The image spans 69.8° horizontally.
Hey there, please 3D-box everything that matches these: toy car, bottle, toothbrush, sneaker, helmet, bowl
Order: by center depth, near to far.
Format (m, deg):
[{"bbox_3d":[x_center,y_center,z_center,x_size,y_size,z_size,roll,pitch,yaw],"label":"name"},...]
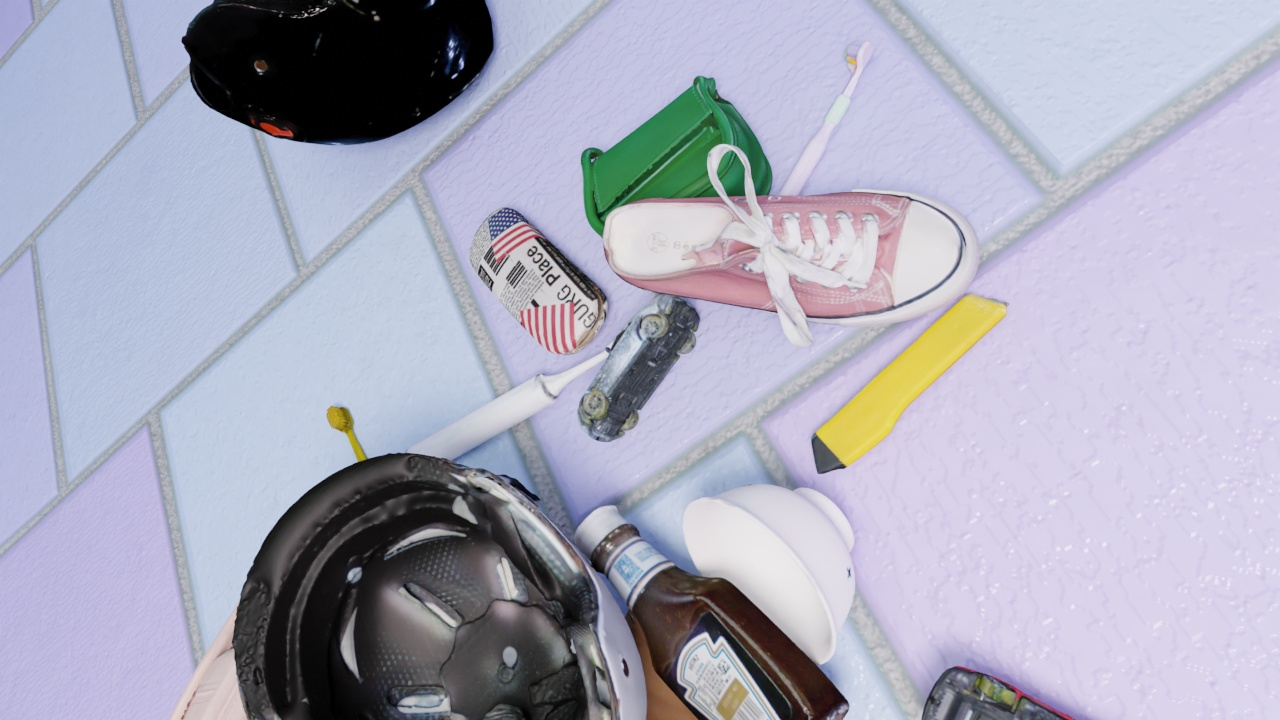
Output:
[{"bbox_3d":[0.208,0.203,0.474,0.120,0.045,0.053,26,91,28],"label":"toy car"},{"bbox_3d":[0.089,0.115,0.552,0.064,0.118,0.118,-34,51,-28],"label":"bowl"},{"bbox_3d":[0.033,0.164,0.561,0.195,0.043,0.080,41,122,29],"label":"bottle"},{"bbox_3d":[0.087,-0.068,0.572,0.241,0.087,0.118,6,96,13],"label":"sneaker"},{"bbox_3d":[-0.108,0.194,0.573,0.274,0.157,0.230,32,82,33],"label":"helmet"},{"bbox_3d":[0.114,-0.139,0.651,0.021,0.029,0.189,28,92,-4],"label":"toothbrush"},{"bbox_3d":[-0.004,0.004,0.656,0.037,0.054,0.121,37,96,31],"label":"toy car"},{"bbox_3d":[-0.095,0.034,0.717,0.221,0.027,0.026,-29,24,20],"label":"toothbrush"},{"bbox_3d":[-0.228,0.109,0.779,0.016,0.016,0.190,-44,58,13],"label":"toothbrush"},{"bbox_3d":[-0.270,-0.301,0.806,0.275,0.230,0.233,-14,59,37],"label":"helmet"}]

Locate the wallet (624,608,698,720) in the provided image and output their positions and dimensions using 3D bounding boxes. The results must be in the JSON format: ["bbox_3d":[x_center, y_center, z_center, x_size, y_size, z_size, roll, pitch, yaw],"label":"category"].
[{"bbox_3d":[0.023,0.219,0.596,0.115,0.020,0.101,26,91,31],"label":"wallet"}]

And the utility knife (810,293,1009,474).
[{"bbox_3d":[0.166,0.015,0.575,0.156,0.015,0.033,-44,64,11],"label":"utility knife"}]

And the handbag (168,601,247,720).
[{"bbox_3d":[-0.305,0.248,0.721,0.194,0.093,0.233,-30,42,51],"label":"handbag"}]

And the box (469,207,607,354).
[{"bbox_3d":[-0.083,-0.064,0.735,0.069,0.052,0.164,-41,56,-2],"label":"box"}]

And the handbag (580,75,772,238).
[{"bbox_3d":[0.024,-0.140,0.682,0.131,0.068,0.120,-31,55,21],"label":"handbag"}]
